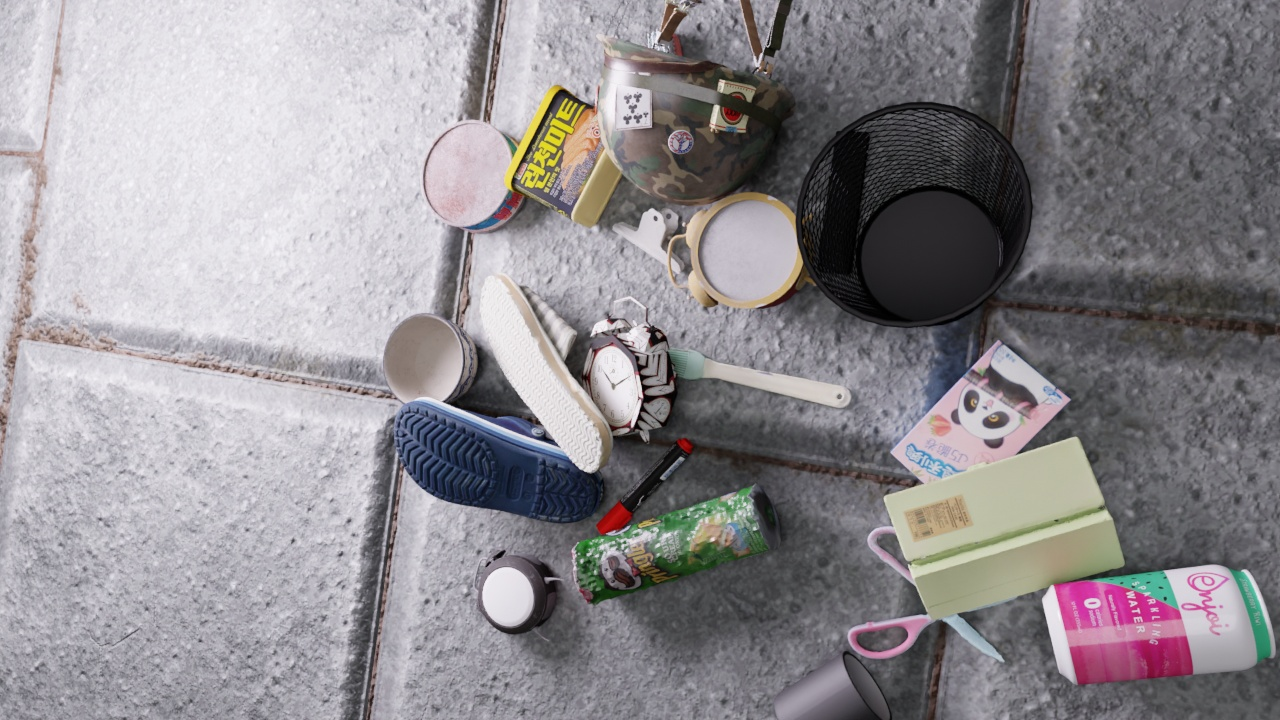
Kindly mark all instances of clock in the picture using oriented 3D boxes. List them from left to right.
[{"bbox_3d":[-0.151,0.271,1.071,0.123,0.043,0.091,15,92,22],"label":"clock"},{"bbox_3d":[-0.006,0.006,1.003,0.115,0.065,0.155,17,109,51],"label":"clock"},{"bbox_3d":[0.105,-0.110,0.970,0.159,0.081,0.117,-4,88,20],"label":"clock"}]

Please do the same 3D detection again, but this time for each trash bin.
[{"bbox_3d":[0.255,-0.112,0.841,0.184,0.210,0.184,-1,86,22],"label":"trash bin"}]

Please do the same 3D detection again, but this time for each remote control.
[{"bbox_3d":[0.214,-0.166,0.966,0.034,0.013,0.150,8,89,23],"label":"remote control"}]

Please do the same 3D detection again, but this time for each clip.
[{"bbox_3d":[0.019,-0.147,1.043,0.101,0.040,0.054,36,118,19],"label":"clip"}]

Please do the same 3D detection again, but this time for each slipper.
[{"bbox_3d":[-0.162,0.116,1.066,0.253,0.095,0.105,20,113,5],"label":"slipper"},{"bbox_3d":[-0.104,0.010,1.040,0.272,0.053,0.115,55,138,26],"label":"slipper"}]

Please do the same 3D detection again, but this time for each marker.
[{"bbox_3d":[0.006,0.143,1.029,0.023,0.021,0.145,40,103,-12],"label":"marker"}]

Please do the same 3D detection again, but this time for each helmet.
[{"bbox_3d":[0.054,-0.281,0.927,0.236,0.224,0.193,-58,40,5],"label":"helmet"}]

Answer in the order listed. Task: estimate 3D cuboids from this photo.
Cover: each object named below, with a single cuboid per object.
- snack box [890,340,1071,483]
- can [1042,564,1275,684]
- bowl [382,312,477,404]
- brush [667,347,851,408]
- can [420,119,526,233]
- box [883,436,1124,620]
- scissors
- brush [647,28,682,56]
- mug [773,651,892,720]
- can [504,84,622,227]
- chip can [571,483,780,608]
[{"bbox_3d":[0.329,0.065,0.896,0.088,0.033,0.154,45,103,19],"label":"snack box"},{"bbox_3d":[0.450,0.233,0.808,0.166,0.088,0.088,-14,82,21],"label":"can"},{"bbox_3d":[-0.248,0.002,1.118,0.116,0.059,0.115,-1,86,22],"label":"bowl"},{"bbox_3d":[0.120,0.019,0.996,0.218,0.012,0.033,12,91,20],"label":"brush"},{"bbox_3d":[-0.202,-0.223,1.120,0.130,0.044,0.130,-1,86,22],"label":"can"},{"bbox_3d":[0.339,0.162,0.859,0.188,0.048,0.140,-19,94,14],"label":"box"},{"bbox_3d":[0.282,0.233,0.916,0.171,0.014,0.168,-18,81,20],"label":"scissors"},{"bbox_3d":[0.031,-0.293,1.039,0.041,0.030,0.172,-8,85,22],"label":"brush"},{"bbox_3d":[0.201,0.360,0.914,0.088,0.078,0.113,-39,100,15],"label":"mug"},{"bbox_3d":[-0.077,-0.232,1.057,0.101,0.072,0.131,31,98,18],"label":"can"},{"bbox_3d":[0.038,0.199,0.984,0.224,0.075,0.075,-22,79,19],"label":"chip can"}]
